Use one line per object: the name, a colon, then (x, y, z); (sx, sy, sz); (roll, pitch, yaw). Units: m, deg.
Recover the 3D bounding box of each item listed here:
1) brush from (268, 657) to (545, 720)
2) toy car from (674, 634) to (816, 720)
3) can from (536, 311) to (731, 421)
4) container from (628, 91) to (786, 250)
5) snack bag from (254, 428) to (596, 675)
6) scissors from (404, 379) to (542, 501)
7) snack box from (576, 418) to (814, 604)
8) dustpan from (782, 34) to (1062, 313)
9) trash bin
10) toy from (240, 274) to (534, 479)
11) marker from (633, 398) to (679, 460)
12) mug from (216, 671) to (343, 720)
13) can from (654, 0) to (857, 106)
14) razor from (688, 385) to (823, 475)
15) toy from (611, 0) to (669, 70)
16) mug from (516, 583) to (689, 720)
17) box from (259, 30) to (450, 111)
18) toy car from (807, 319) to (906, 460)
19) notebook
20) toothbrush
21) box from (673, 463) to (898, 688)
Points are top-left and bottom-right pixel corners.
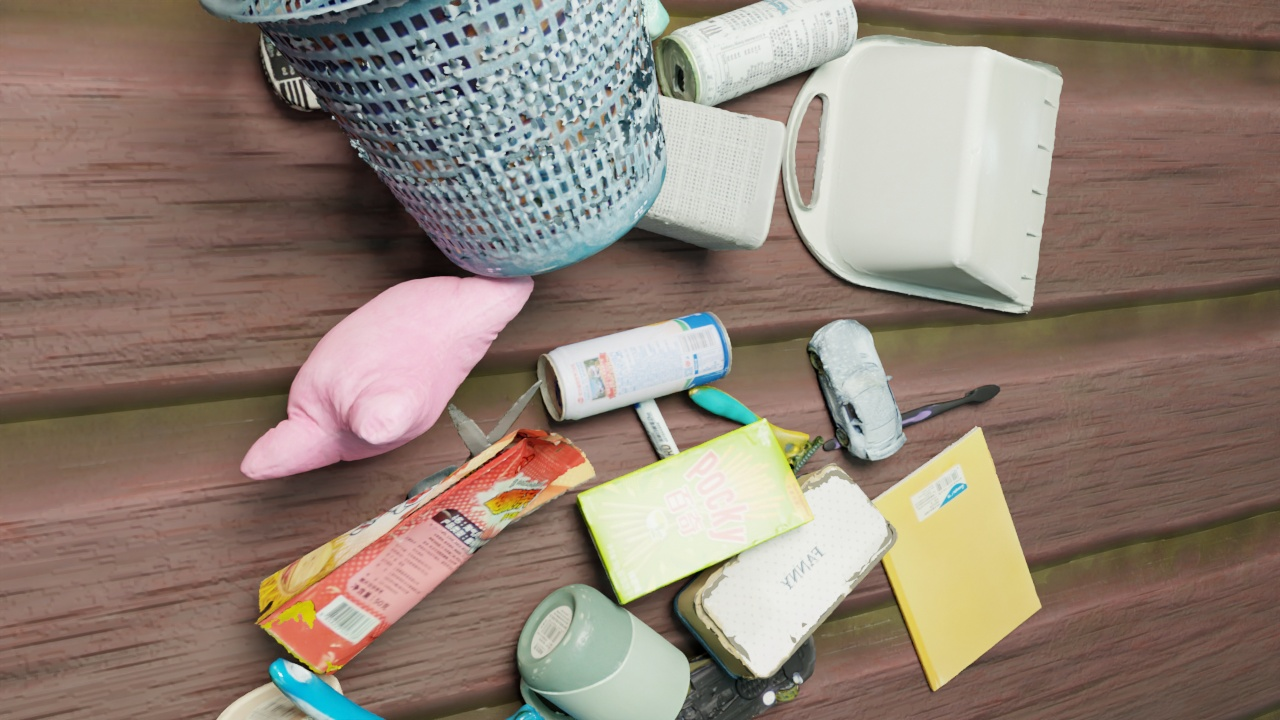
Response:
brush: (-0.114, 0.267, 0.616); (0.109, 0.060, 0.315); (-30, 125, -9)
toy car: (0.073, 0.261, 0.739); (0.158, 0.042, 0.070); (-24, 103, -18)
can: (-0.004, 0.004, 0.666); (0.134, 0.053, 0.053); (-15, 102, -22)
container: (0.026, -0.133, 0.645); (0.114, 0.090, 0.090); (10, 92, -22)
snack bag: (-0.130, 0.111, 0.580); (0.208, 0.128, 0.073); (-34, 70, -2)
scissors: (-0.100, 0.061, 0.590); (0.159, 0.178, 0.014); (11, 50, -58)
snack box: (0.040, 0.109, 0.676); (0.156, 0.026, 0.085); (-20, 75, -12)
dustpan: (0.242, -0.162, 0.781); (0.257, 0.143, 0.223); (0, 98, -54)
trash bin: (-0.081, -0.161, 0.496); (0.226, 0.226, 0.195); (-38, 137, -16)
toy: (-0.153, 0.002, 0.552); (0.074, 0.179, 0.194); (57, 39, -22)
marker: (0.029, 0.087, 0.712); (0.016, 0.017, 0.146); (-31, 108, -18)
mug: (-0.233, 0.270, 0.590); (0.114, 0.081, 0.106); (-11, 101, 7)
can: (0.086, -0.231, 0.675); (0.146, 0.058, 0.058); (-25, 106, -19)
razor: (0.087, 0.050, 0.726); (0.132, 0.028, 0.043); (29, 110, -28)
toy: (-0.022, -0.233, 0.638); (0.091, 0.030, 0.096); (-22, 85, -17)
mug: (-0.040, 0.228, 0.671); (0.112, 0.082, 0.106); (-40, 115, 18)
box: (-0.152, -0.199, 0.575); (0.164, 0.056, 0.070); (-21, 89, -20)
toy car: (0.181, 0.024, 0.761); (0.054, 0.037, 0.120); (-26, 99, -18)
notebook: (0.291, 0.184, 0.846); (0.145, 0.010, 0.206); (-30, 108, -18)
toothbrush: (0.239, 0.049, 0.807); (0.188, 0.017, 0.014); (-16, 91, -19)
box: (0.110, 0.167, 0.714); (0.184, 0.061, 0.090); (-38, 86, -19)
